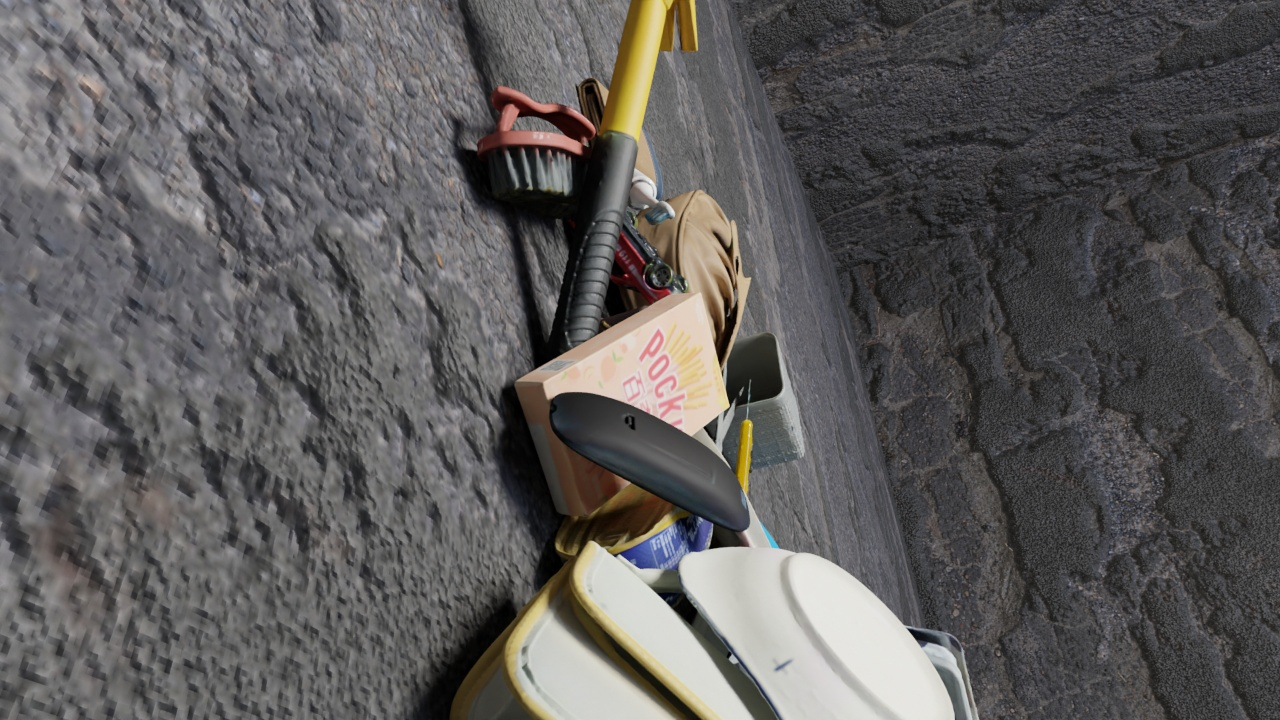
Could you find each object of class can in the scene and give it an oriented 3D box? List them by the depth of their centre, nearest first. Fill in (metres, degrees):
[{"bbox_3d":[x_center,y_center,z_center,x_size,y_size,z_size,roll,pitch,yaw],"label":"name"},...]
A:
[{"bbox_3d":[0.000,0.101,0.546,0.148,0.075,0.049,-50,124,-69],"label":"can"}]

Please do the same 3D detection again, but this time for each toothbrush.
[{"bbox_3d":[-0.006,-0.133,0.703,0.027,0.026,0.221,57,0,-24],"label":"toothbrush"}]

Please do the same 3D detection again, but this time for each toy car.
[{"bbox_3d":[-0.008,-0.078,0.691,0.120,0.045,0.053,51,11,19],"label":"toy car"}]

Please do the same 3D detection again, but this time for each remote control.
[{"bbox_3d":[0.012,0.052,0.505,0.136,0.024,0.053,30,29,-22],"label":"remote control"}]

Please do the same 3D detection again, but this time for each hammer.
[{"bbox_3d":[-0.014,-0.139,0.589,0.128,0.033,0.300,30,71,-69],"label":"hammer"}]

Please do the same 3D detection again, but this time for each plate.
[{"bbox_3d":[0.105,0.151,0.463,0.163,0.034,0.164,17,30,-54],"label":"plate"}]

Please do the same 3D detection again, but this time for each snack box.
[{"bbox_3d":[-0.005,0.022,0.568,0.156,0.026,0.084,-32,112,-44],"label":"snack box"}]

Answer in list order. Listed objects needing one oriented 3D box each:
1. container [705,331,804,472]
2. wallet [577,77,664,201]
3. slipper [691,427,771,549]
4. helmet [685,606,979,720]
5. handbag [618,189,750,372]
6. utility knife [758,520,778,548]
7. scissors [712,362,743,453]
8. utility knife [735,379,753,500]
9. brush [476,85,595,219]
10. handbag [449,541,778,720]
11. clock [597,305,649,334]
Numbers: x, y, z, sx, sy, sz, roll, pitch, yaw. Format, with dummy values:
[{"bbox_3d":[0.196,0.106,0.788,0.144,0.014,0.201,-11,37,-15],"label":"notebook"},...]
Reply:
[{"bbox_3d":[0.113,0.048,0.936,0.090,0.090,0.114,-90,159,-43],"label":"container"},{"bbox_3d":[-0.017,-0.205,0.868,0.115,0.033,0.090,27,46,-66],"label":"wallet"},{"bbox_3d":[0.065,0.150,0.696,0.114,0.054,0.275,55,-9,47],"label":"slipper"},{"bbox_3d":[0.095,0.253,0.544,0.258,0.146,0.228,19,39,-27],"label":"helmet"},{"bbox_3d":[0.046,-0.069,0.811,0.204,0.100,0.148,-65,139,-63],"label":"handbag"},{"bbox_3d":[0.113,0.171,0.931,0.162,0.018,0.034,55,21,-41],"label":"utility knife"},{"bbox_3d":[0.065,0.077,0.803,0.159,0.014,0.178,-4,91,-65],"label":"scissors"},{"bbox_3d":[0.093,0.111,0.831,0.033,0.015,0.192,74,23,-74],"label":"utility knife"},{"bbox_3d":[-0.061,-0.136,0.607,0.145,0.063,0.069,-7,92,-71],"label":"brush"},{"bbox_3d":[0.022,0.150,0.423,0.163,0.063,0.178,41,31,1],"label":"handbag"},{"bbox_3d":[-0.004,0.004,0.658,0.121,0.055,0.082,0,73,-69],"label":"clock"}]
